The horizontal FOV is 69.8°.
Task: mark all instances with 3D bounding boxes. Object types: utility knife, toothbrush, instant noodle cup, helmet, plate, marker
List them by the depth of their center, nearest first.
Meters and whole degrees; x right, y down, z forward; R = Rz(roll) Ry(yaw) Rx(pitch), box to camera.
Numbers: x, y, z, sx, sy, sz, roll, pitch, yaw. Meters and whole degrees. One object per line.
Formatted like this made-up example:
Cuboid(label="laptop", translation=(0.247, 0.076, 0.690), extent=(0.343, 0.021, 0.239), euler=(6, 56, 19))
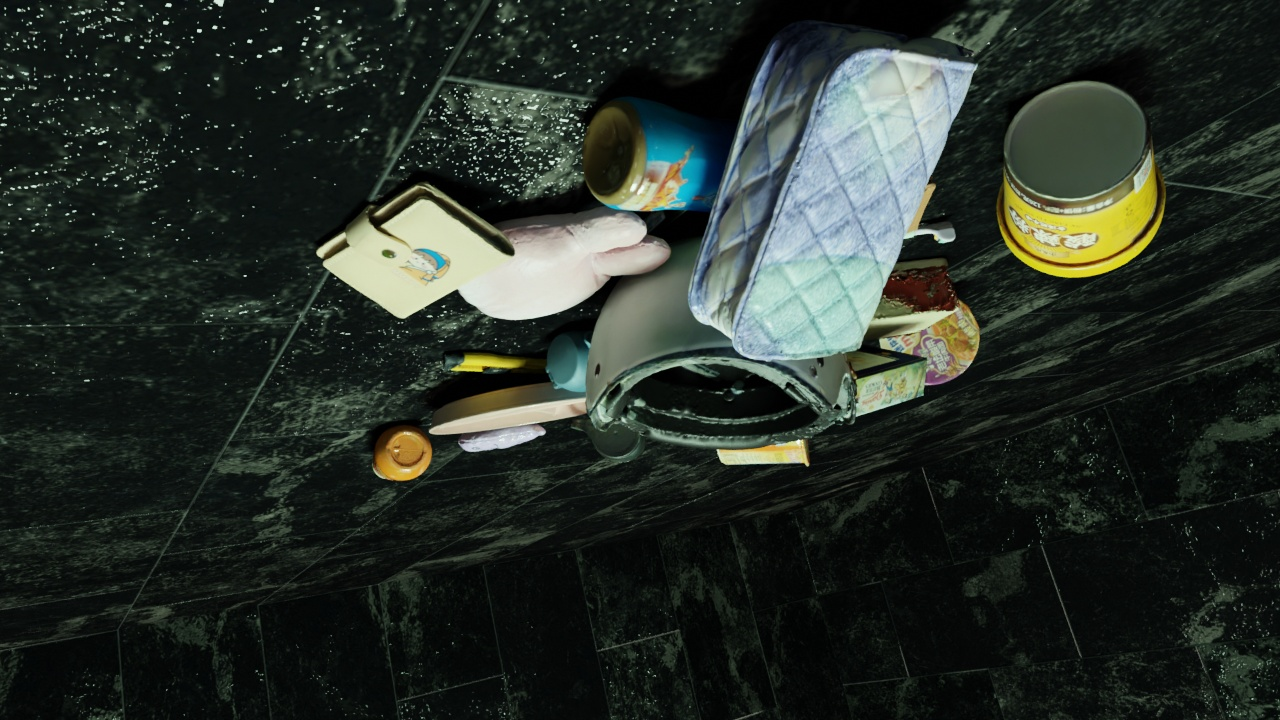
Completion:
Cuboid(label="marker", translation=(0.026, -0.113, 0.675), extent=(0.015, 0.018, 0.124), euler=(3, 158, -33))
Cuboid(label="instant noodle cup", translation=(0.324, -0.136, 0.680), extent=(0.119, 0.118, 0.114), euler=(-19, 156, 20))
Cuboid(label="helmet", translation=(0.065, -0.017, 0.777), extent=(0.230, 0.156, 0.274), euler=(-2, 167, 14))
Cuboid(label="toothbrush", translation=(0.197, -0.106, 0.844), extent=(0.189, 0.029, 0.021), euler=(-10, 124, -8))
Cuboid(label="utility knife", translation=(-0.131, 0.005, 0.955), extent=(0.033, 0.015, 0.180), euler=(-23, 162, 40))
Cuboid(label="plate", translation=(-0.125, 0.051, 1.040), extent=(0.229, 0.028, 0.229), euler=(-9, 174, -1))
Cuboid(label="instant noodle cup", translation=(0.339, -0.021, 1.104), extent=(0.111, 0.111, 0.099), euler=(-15, 171, 6))
Cuboid(label="instant noodle cup", translation=(0.154, 0.069, 1.194), extent=(0.111, 0.151, 0.151), euler=(-8, 166, 12))

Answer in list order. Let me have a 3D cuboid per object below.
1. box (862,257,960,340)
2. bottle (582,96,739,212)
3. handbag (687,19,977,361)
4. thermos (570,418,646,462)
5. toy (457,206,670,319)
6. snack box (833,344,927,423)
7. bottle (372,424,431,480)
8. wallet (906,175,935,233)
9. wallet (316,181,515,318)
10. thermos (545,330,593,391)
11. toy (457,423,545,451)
Cuboid(label="box", translation=(0.244, -0.052, 0.962), extent=(0.168, 0.075, 0.091), euler=(-8, 165, -19))
Cuboid(label="bottle", translation=(0.068, -0.123, 0.591), extent=(0.218, 0.065, 0.065), euler=(-2, 160, -36))
Cuboid(label="handbag", translation=(0.109, -0.098, 0.539), extent=(0.134, 0.075, 0.194), euler=(-5, 126, -35))
Cuboid(label="thermos", translation=(-0.038, 0.094, 1.197), extent=(0.090, 0.068, 0.242), euler=(19, 173, 4))
Cuboid(label="toy", translation=(-0.060, -0.072, 0.674), extent=(0.160, 0.054, 0.121), euler=(-14, 160, 18))
Cuboid(label="snack box", translation=(0.175, 0.015, 0.972), extent=(0.182, 0.046, 0.178), euler=(-11, -163, -37))
Cuboid(label="bottle", translation=(-0.304, 0.121, 1.138), extent=(0.066, 0.066, 0.150), euler=(-6, 169, -27))
Cuboid(label="wallet", translation=(0.172, -0.116, 0.767), extent=(0.132, 0.031, 0.108), euler=(-16, 166, 3))
Cuboid(label="wallet", translation=(-0.154, -0.072, 0.614), extent=(0.115, 0.024, 0.087), euler=(-21, 137, 34))
Cuboid(label="thermos", translation=(-0.006, 0.006, 0.973), extent=(0.070, 0.070, 0.220), euler=(-25, 160, 36))
Cuboid(label="toy", translation=(-0.180, 0.092, 1.175), extent=(0.108, 0.039, 0.084), euler=(-12, -174, -11))
